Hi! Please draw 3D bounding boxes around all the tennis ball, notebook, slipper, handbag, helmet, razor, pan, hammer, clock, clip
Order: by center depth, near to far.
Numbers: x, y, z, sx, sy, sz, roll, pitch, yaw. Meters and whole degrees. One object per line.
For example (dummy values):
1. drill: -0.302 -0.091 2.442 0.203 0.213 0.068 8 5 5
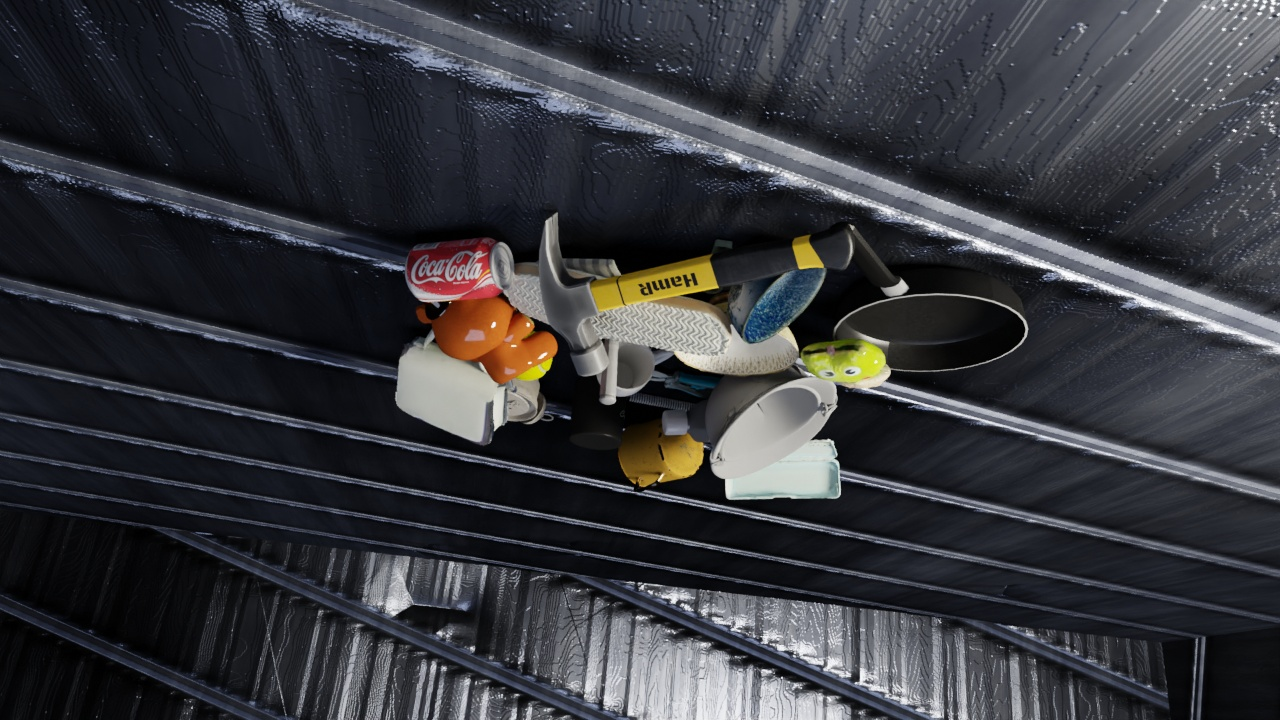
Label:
1. hammer: 0.044 -0.085 0.882 0.325 0.034 0.170 -9 113 27
2. pan: 0.277 -0.070 0.962 0.205 0.044 0.355 -10 153 33
3. clip: 0.081 -0.098 0.965 0.023 0.042 0.076 8 156 -3
4. slipper: -0.027 -0.062 0.996 0.273 0.054 0.114 13 155 24
5. razor: -0.036 -0.002 1.107 0.088 0.116 0.047 18 150 -27
6. tennis ball: -0.147 -0.006 1.189 0.065 0.065 0.065 5 158 2
7. helmet: 0.150 0.051 1.205 0.183 0.117 0.271 -24 154 -8
8. handbag: -0.242 0.010 1.224 0.151 0.073 0.176 21 128 12
9. clock: -0.183 0.049 1.343 0.104 0.061 0.157 -14 143 37
10. notebook: 0.060 0.095 1.451 0.206 0.016 0.149 11 158 -13

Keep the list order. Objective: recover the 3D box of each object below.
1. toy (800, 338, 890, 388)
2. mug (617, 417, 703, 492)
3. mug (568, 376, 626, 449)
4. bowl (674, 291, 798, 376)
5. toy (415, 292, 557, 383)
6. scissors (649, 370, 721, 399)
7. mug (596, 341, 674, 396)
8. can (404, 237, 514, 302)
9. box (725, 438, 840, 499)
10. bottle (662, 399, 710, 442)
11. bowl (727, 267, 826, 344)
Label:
1. toy: 0.240 0.007 1.052 0.092 0.043 0.117 -7 156 32
2. mug: 0.029 0.147 1.400 0.094 0.123 0.100 -19 128 45
3. mug: -0.061 0.085 1.360 0.078 0.087 0.114 4 158 4
4. bowl: 0.112 -0.037 1.057 0.145 0.063 0.145 6 158 2
5. toy: -0.188 -0.036 1.086 0.112 0.096 0.176 -24 140 34
6. scissors: 0.074 0.034 1.295 0.156 0.019 0.124 -2 156 20
7. mug: -0.007 0.007 1.205 0.107 0.071 0.089 -19 171 -13
8. can: -0.194 -0.097 0.985 0.105 0.064 0.064 -3 156 20
9. box: 0.233 0.183 1.552 0.198 0.074 0.126 -4 137 19
10. bottle: 0.119 0.088 1.337 0.173 0.046 0.084 -1 161 -11
11. bowl: 0.129 -0.078 0.939 0.114 0.061 0.114 -34 155 -18
